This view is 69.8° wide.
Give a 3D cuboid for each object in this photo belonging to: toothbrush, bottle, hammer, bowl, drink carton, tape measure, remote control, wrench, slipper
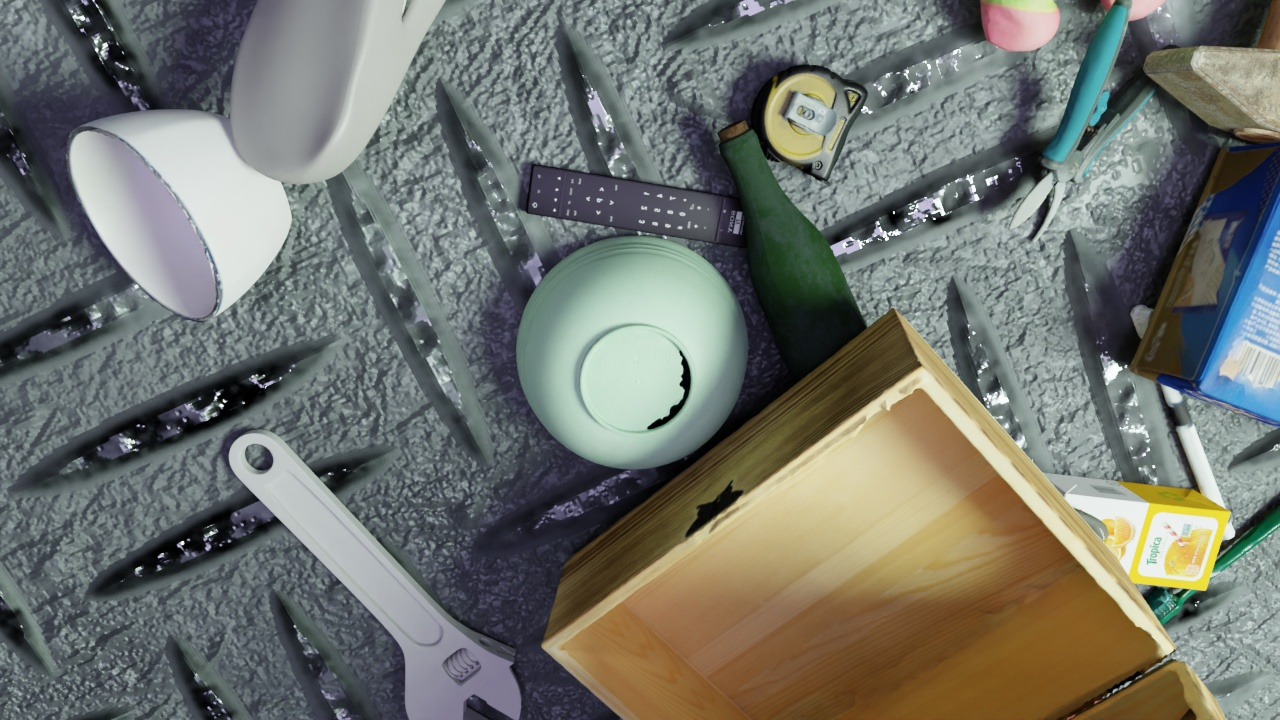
[{"bbox_3d":[0.431,0.120,0.646,0.190,0.016,0.017,-43,99,7],"label":"toothbrush"},{"bbox_3d":[0.089,-0.062,0.556,0.055,0.055,0.174,-26,105,3],"label":"bottle"},{"bbox_3d":[0.398,-0.278,0.520,0.157,0.037,0.301,10,100,-20],"label":"hammer"},{"bbox_3d":[-0.003,0.003,0.558,0.151,0.077,0.151,-1,105,-2],"label":"bowl"},{"bbox_3d":[0.324,0.116,0.625,0.122,0.040,0.058,7,104,-5],"label":"drink carton"},{"bbox_3d":[0.098,-0.145,0.547,0.061,0.034,0.062,20,102,-6],"label":"tape measure"},{"bbox_3d":[0.001,-0.095,0.567,0.140,0.009,0.030,8,104,-6],"label":"remote control"},{"bbox_3d":[0.370,0.045,0.622,0.012,0.017,0.187,-28,104,2],"label":"toothbrush"},{"bbox_3d":[-0.181,0.159,0.619,0.087,0.018,0.273,-39,102,8],"label":"wrench"},{"bbox_3d":[-0.138,-0.217,0.493,0.113,0.080,0.266,12,88,29],"label":"slipper"},{"bbox_3d":[-0.248,-0.086,0.506,0.116,0.065,0.116,22,135,24],"label":"bowl"}]

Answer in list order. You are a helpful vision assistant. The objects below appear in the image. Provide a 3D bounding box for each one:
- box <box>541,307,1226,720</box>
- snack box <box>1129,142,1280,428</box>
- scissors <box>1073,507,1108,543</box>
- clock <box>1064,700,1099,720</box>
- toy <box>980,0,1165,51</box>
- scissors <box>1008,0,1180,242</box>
[{"bbox_3d":[0.131,0.207,0.461,0.280,0.322,0.284,-41,105,18],"label":"box"},{"bbox_3d":[0.438,-0.027,0.571,0.202,0.069,0.155,19,95,-9],"label":"snack box"},{"bbox_3d":[0.181,0.107,0.612,0.225,0.016,0.216,-19,92,15],"label":"scissors"},{"bbox_3d":[0.278,0.200,0.626,0.138,0.048,0.096,-38,119,17],"label":"clock"},{"bbox_3d":[0.227,-0.290,0.483,0.192,0.097,0.237,-20,111,-8],"label":"toy"},{"bbox_3d":[0.278,-0.146,0.555,0.124,0.019,0.154,-24,135,-24],"label":"scissors"}]
